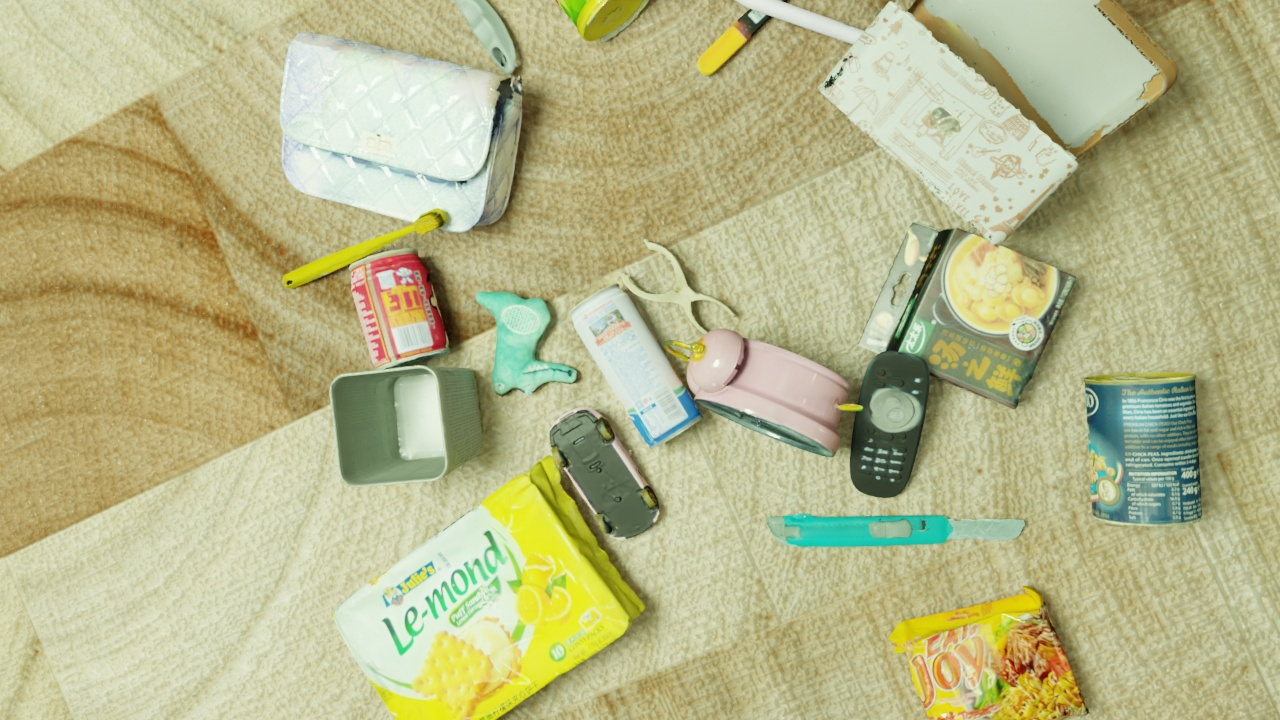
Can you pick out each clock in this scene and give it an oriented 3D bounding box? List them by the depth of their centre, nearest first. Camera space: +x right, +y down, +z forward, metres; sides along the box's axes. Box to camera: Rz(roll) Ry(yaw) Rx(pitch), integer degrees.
[{"bbox_3d":[0.090,0.020,0.722,0.158,0.117,0.059,22,85,5],"label":"clock"}]

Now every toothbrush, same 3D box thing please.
[{"bbox_3d":[0.103,-0.284,0.742,0.189,0.021,0.029,17,62,-3],"label":"toothbrush"},{"bbox_3d":[-0.240,-0.092,0.783,0.190,0.016,0.016,-16,113,29],"label":"toothbrush"}]

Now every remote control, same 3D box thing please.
[{"bbox_3d":[0.199,0.050,0.735,0.053,0.024,0.137,11,120,14],"label":"remote control"}]

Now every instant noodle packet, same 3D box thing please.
[{"bbox_3d":[0.278,0.250,0.738,0.128,0.044,0.110,-20,85,9],"label":"instant noodle packet"}]

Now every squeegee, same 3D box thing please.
[{"bbox_3d":[-0.178,-0.349,0.778,0.247,0.039,0.246,-33,99,35],"label":"squeegee"}]

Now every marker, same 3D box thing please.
[{"bbox_3d":[0.095,-0.283,0.760,0.124,0.015,0.018,-43,87,5],"label":"marker"}]

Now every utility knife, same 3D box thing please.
[{"bbox_3d":[0.209,0.139,0.758,0.208,0.013,0.029,-3,92,9],"label":"utility knife"}]

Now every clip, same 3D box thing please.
[{"bbox_3d":[0.036,-0.071,0.767,0.104,0.034,0.083,20,95,3],"label":"clip"}]

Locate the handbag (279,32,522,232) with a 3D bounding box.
[{"bbox_3d":[-0.201,-0.189,0.768,0.194,0.075,0.134,14,106,9],"label":"handbag"}]

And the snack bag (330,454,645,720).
[{"bbox_3d":[-0.130,0.214,0.784,0.247,0.068,0.158,-36,87,8],"label":"snack bag"}]

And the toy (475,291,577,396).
[{"bbox_3d":[-0.099,-0.011,0.792,0.096,0.030,0.092,8,98,1],"label":"toy"}]

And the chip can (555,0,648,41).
[{"bbox_3d":[-0.085,-0.368,0.754,0.072,0.072,0.221,-39,86,8],"label":"chip can"}]

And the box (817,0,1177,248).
[{"bbox_3d":[0.264,-0.209,0.668,0.182,0.152,0.178,44,116,4],"label":"box"}]

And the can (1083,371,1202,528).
[{"bbox_3d":[0.382,0.067,0.698,0.075,0.075,0.111,-4,92,8],"label":"can"}]

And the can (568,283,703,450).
[{"bbox_3d":[-0.005,0.004,0.765,0.053,0.053,0.134,-32,87,8],"label":"can"}]

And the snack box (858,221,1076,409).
[{"bbox_3d":[0.257,-0.038,0.730,0.125,0.053,0.113,22,95,2],"label":"snack box"}]

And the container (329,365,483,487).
[{"bbox_3d":[-0.187,0.049,0.763,0.090,0.114,0.090,-6,91,8],"label":"container"}]

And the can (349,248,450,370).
[{"bbox_3d":[-0.207,-0.043,0.787,0.066,0.066,0.094,-17,90,9],"label":"can"}]

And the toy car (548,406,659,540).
[{"bbox_3d":[-0.031,0.096,0.782,0.056,0.037,0.122,-30,100,10],"label":"toy car"}]
